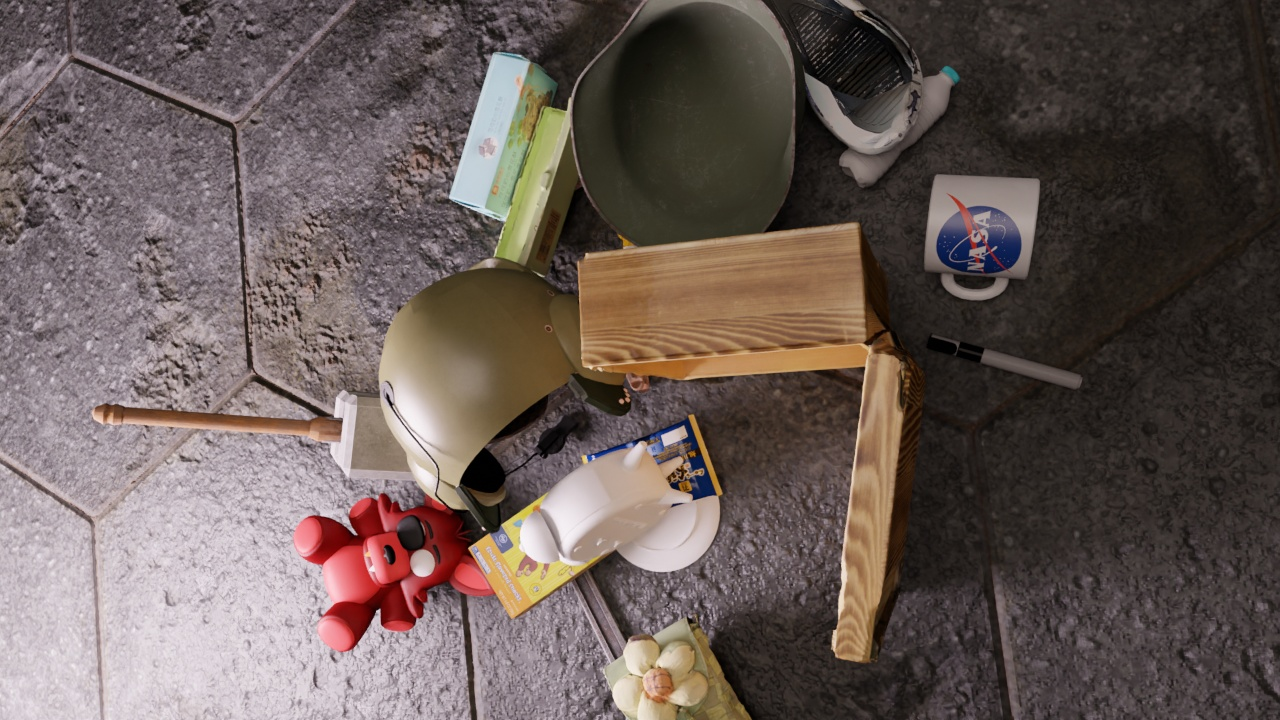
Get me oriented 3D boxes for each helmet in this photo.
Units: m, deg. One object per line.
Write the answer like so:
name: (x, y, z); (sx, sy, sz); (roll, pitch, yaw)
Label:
helmet: (0.069, -0.247, 0.896); (0.227, 0.153, 0.268); (26, 133, 14)
helmet: (-0.134, 0.018, 0.907); (0.250, 0.255, 0.233); (-43, 77, 12)

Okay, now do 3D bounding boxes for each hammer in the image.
hammer: (-0.398, 0.068, 0.971); (0.317, 0.163, 0.083); (6, 88, -23)

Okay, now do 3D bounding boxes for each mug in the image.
mug: (0.317, -0.112, 0.860); (0.090, 0.090, 0.121); (7, 124, 20)

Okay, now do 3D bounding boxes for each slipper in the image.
slipper: (0.197, -0.308, 0.923); (0.111, 0.063, 0.263); (-40, 62, 14)

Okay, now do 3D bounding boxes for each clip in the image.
clip: (-0.004, 0.007, 0.998); (0.026, 0.049, 0.061); (-25, 39, 18)

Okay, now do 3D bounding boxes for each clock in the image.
clock: (-0.031, 0.150, 0.896); (0.161, 0.125, 0.073); (-36, 66, 11)

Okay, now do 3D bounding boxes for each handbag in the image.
handbag: (0.047, 0.350, 0.903); (0.113, 0.117, 0.186); (-32, 76, 0)

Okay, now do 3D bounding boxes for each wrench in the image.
wrench: (-0.032, 0.300, 0.995); (0.070, 0.010, 0.273); (-32, 77, 15)

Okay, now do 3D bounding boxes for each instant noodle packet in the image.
instant noodle packet: (0.010, 0.120, 0.968); (0.134, 0.026, 0.087); (-22, 83, 17)

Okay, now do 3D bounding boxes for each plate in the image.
plate: (0.018, 0.159, 0.985); (0.135, 0.011, 0.134); (-1, 86, 20)

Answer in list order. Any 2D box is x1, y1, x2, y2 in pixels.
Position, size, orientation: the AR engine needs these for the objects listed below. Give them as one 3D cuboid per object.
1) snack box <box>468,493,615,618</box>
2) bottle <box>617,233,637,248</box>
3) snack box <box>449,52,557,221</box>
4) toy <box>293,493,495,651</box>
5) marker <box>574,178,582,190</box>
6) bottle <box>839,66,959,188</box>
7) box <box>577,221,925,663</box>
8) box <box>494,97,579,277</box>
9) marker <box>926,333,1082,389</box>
snack box: (-0.106, 0.204, 0.991); (0.126, 0.040, 0.088); (-35, 77, 0)
bottle: (-0.003, -0.178, 0.995); (0.043, 0.043, 0.143); (1, 87, 20)
snack box: (-0.154, -0.249, 1.036); (0.053, 0.075, 0.174); (18, 93, 20)
toy: (-0.277, 0.223, 1.037); (0.197, 0.120, 0.158); (-22, 77, 9)
marker: (-0.075, -0.197, 1.039); (0.142, 0.012, 0.012); (-28, 78, 16)
bottle: (0.257, -0.232, 0.905); (0.136, 0.044, 0.044); (-46, 74, 12)
box: (0.136, 0.071, 0.810); (0.287, 0.279, 0.336); (-6, 83, 19)
box: (-0.113, -0.191, 1.003); (0.082, 0.098, 0.188); (18, 89, 20)
marker: (0.345, 0.001, 0.874); (0.140, 0.016, 0.016); (18, 93, 20)
